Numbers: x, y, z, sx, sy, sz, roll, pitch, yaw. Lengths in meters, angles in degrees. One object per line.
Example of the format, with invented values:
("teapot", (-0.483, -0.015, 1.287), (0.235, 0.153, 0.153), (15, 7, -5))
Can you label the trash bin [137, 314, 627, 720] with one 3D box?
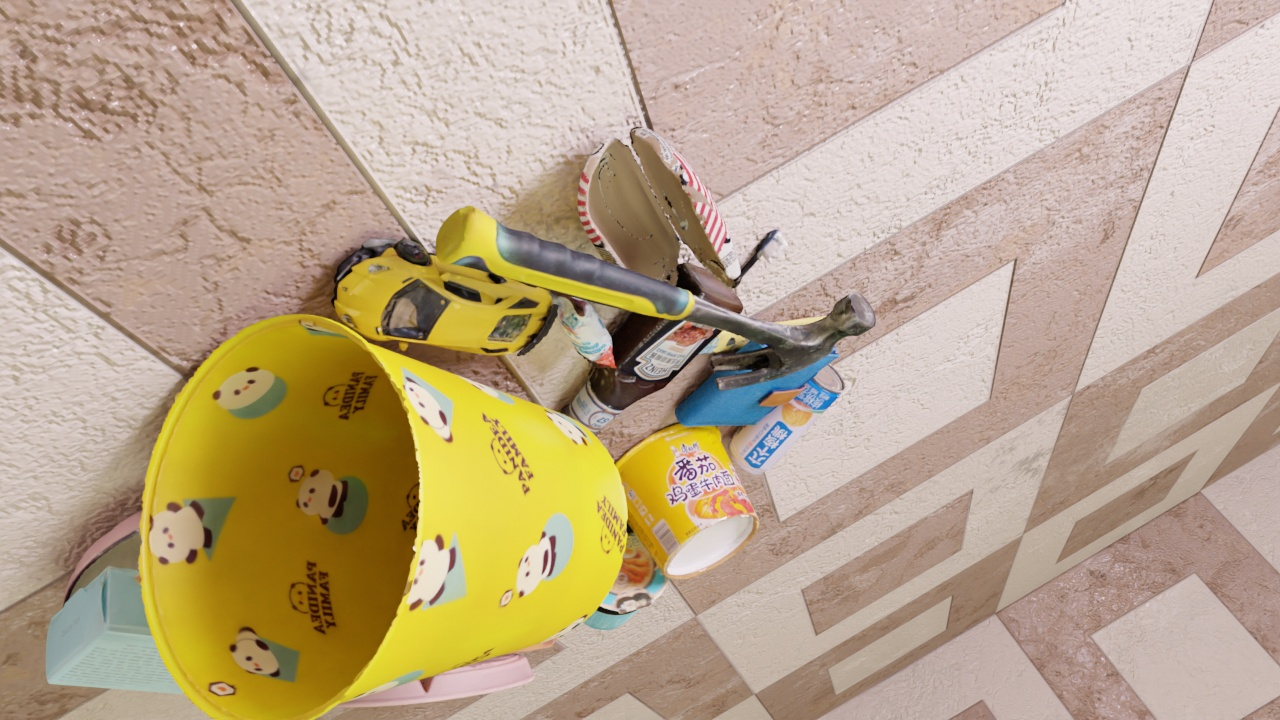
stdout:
("trash bin", (-0.148, 0.108, 0.618), (0.230, 0.229, 0.255), (-42, 153, 16))

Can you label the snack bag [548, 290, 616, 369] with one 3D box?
("snack bag", (-0.043, -0.027, 0.680), (0.026, 0.045, 0.105), (-41, 149, -9))

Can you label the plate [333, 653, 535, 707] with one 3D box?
("plate", (-0.221, 0.312, 0.912), (0.229, 0.028, 0.230), (-4, 168, -1))

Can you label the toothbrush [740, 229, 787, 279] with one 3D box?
("toothbrush", (0.059, -0.040, 0.773), (0.015, 0.018, 0.181), (8, 133, -51))

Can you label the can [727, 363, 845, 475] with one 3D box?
("can", (0.147, 0.057, 0.939), (0.053, 0.053, 0.135), (5, 133, -43))

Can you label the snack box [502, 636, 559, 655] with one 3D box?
("snack box", (-0.123, 0.231, 0.915), (0.094, 0.092, 0.077), (6, 132, -44))

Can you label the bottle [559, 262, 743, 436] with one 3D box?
("bottle", (-0.004, 0.004, 0.755), (0.195, 0.044, 0.079), (-45, 146, 23))

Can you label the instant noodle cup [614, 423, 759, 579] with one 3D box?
("instant noodle cup", (0.047, 0.145, 0.924), (0.138, 0.109, 0.138), (-22, 146, -16))

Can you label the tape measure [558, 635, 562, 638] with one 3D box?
("tape measure", (-0.103, 0.277, 1.019), (0.033, 0.065, 0.066), (-33, 146, -2))

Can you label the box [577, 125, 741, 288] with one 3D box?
("box", (0.007, -0.085, 0.617), (0.088, 0.076, 0.162), (-38, 151, 2))

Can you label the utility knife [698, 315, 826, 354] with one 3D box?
("utility knife", (0.118, -0.024, 0.848), (0.167, 0.018, 0.031), (-5, 134, -28))

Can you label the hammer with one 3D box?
("hammer", (0.012, -0.038, 0.621), (0.322, 0.031, 0.126), (14, 144, -37))

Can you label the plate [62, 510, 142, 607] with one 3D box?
("plate", (-0.326, 0.152, 0.694), (0.192, 0.039, 0.193), (-21, 146, -15))

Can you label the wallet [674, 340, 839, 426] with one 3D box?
("wallet", (0.108, 0.021, 0.862), (0.106, 0.040, 0.133), (2, 146, -39))

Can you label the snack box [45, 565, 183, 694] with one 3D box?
("snack box", (-0.319, 0.200, 0.660), (0.074, 0.051, 0.174), (-38, 141, 20))

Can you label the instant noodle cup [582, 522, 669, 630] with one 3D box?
("instant noodle cup", (-0.033, 0.240, 0.999), (0.111, 0.111, 0.121), (-16, 152, -23))

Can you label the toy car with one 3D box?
("toy car", (-0.127, -0.036, 0.603), (0.155, 0.041, 0.071), (10, 129, -44))
